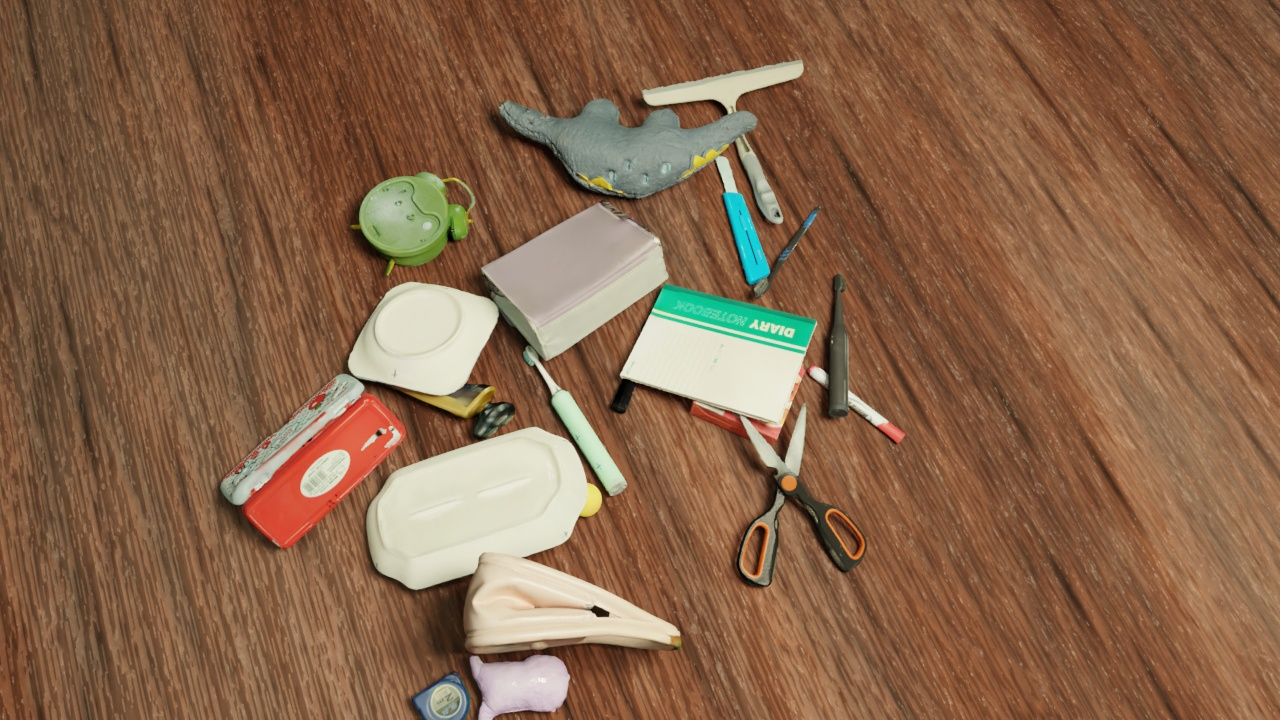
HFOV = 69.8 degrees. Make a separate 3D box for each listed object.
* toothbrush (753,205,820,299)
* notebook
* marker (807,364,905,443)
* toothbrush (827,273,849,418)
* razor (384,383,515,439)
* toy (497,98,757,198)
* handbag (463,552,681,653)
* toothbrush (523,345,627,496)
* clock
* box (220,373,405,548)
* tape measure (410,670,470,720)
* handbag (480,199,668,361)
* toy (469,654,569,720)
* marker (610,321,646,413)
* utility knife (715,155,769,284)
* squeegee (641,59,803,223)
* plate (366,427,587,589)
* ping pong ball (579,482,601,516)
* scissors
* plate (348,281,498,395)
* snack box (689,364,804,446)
[{"bbox_3d":[0.200,-0.151,1.242,0.014,0.016,0.189,6,50,45],"label":"toothbrush"},{"bbox_3d":[0.098,-0.013,1.146,0.209,0.012,0.150,16,65,21],"label":"notebook"},{"bbox_3d":[0.274,0.055,1.171,0.145,0.017,0.017,39,71,13],"label":"marker"},{"bbox_3d":[0.257,-0.024,1.188,0.027,0.026,0.212,30,53,-32],"label":"toothbrush"},{"bbox_3d":[-0.239,0.047,1.136,0.167,0.062,0.067,19,92,11],"label":"razor"},{"bbox_3d":[-0.025,-0.291,1.252,0.356,0.091,0.138,7,87,7],"label":"toy"},{"bbox_3d":[-0.070,0.277,0.979,0.234,0.194,0.093,10,69,-7],"label":"handbag"},{"bbox_3d":[-0.085,0.071,1.143,0.026,0.027,0.224,-15,64,-47],"label":"toothbrush"},{"bbox_3d":[-0.296,-0.191,1.226,0.161,0.056,0.116,-34,74,-15],"label":"clock"},{"bbox_3d":[-0.394,0.115,1.105,0.201,0.100,0.112,-46,111,-19],"label":"box"},{"bbox_3d":[-0.216,0.379,1.011,0.058,0.025,0.054,-31,74,-10],"label":"tape measure"},{"bbox_3d":[-0.085,-0.109,1.178,0.196,0.098,0.145,-34,57,-14],"label":"handbag"},{"bbox_3d":[-0.131,0.362,1.014,0.108,0.039,0.083,-5,74,-11],"label":"toy"},{"bbox_3d":[-0.007,0.007,1.177,0.022,0.020,0.131,13,66,21],"label":"marker"},{"bbox_3d":[0.136,-0.199,1.270,0.034,0.018,0.209,-12,68,-7],"label":"utility knife"},{"bbox_3d":[0.153,-0.294,1.298,0.246,0.039,0.246,-15,73,-11],"label":"squeegee"},{"bbox_3d":[-0.195,0.164,1.070,0.265,0.034,0.161,-17,59,-2],"label":"plate"},{"bbox_3d":[-0.066,0.166,1.096,0.040,0.040,0.040,1,67,-2],"label":"ping pong ball"},{"bbox_3d":[0.182,0.169,1.098,0.230,0.022,0.220,33,78,0],"label":"scissors"},{"bbox_3d":[-0.274,-0.038,1.149,0.164,0.034,0.163,12,55,12],"label":"plate"},{"bbox_3d":[0.139,0.029,1.160,0.113,0.044,0.127,23,68,7],"label":"snack box"}]
